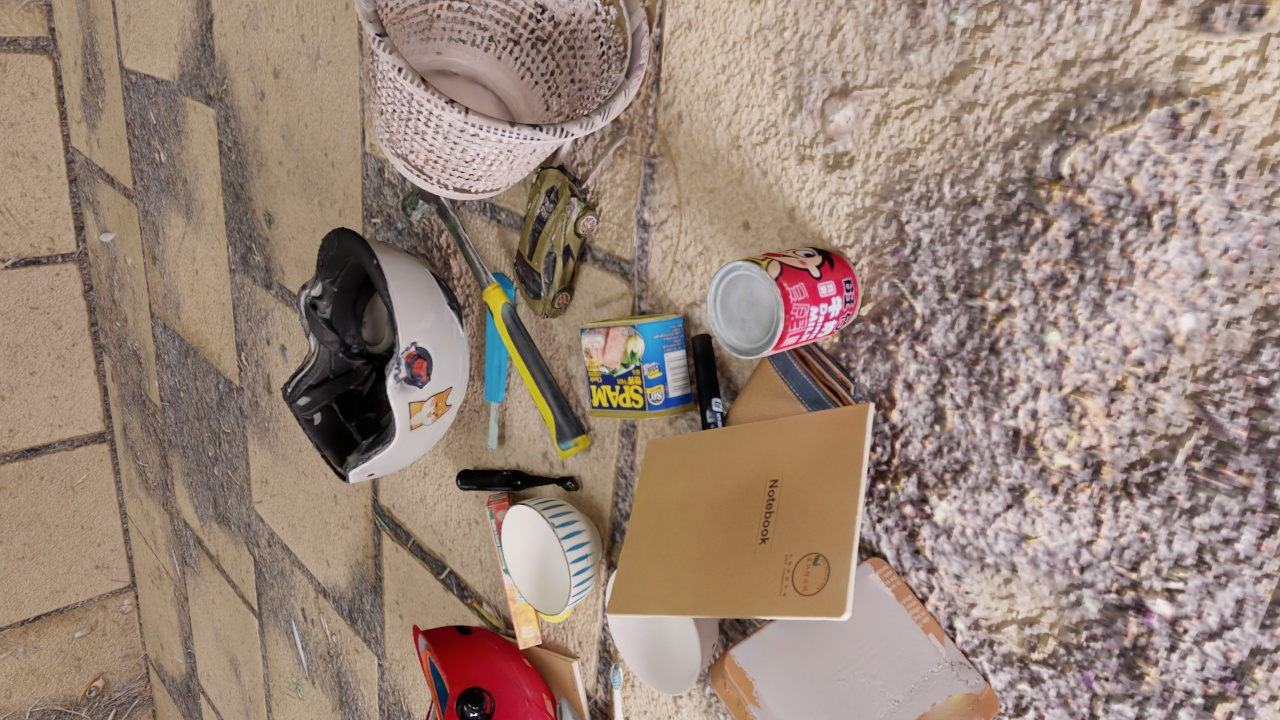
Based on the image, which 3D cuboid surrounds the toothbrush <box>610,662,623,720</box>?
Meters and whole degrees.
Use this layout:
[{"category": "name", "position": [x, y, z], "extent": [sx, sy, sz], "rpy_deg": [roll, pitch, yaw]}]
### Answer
[{"category": "toothbrush", "position": [-0.019, 0.414, 0.948], "extent": [0.026, 0.027, 0.221], "rpy_deg": [-100, 6, -77]}]

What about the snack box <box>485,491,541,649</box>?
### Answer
[{"category": "snack box", "position": [-0.137, 0.225, 0.996], "extent": [0.077, 0.027, 0.156], "rpy_deg": [-173, 70, -83]}]

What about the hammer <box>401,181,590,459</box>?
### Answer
[{"category": "hammer", "position": [-0.139, -0.052, 0.903], "extent": [0.323, 0.031, 0.126], "rpy_deg": [61, 148, 4]}]

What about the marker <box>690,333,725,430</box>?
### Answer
[{"category": "marker", "position": [0.056, 0.042, 0.725], "extent": [0.022, 0.020, 0.132], "rpy_deg": [124, 142, -63]}]

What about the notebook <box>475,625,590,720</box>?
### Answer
[{"category": "notebook", "position": [-0.124, 0.400, 1.075], "extent": [0.212, 0.012, 0.149], "rpy_deg": [-3, 100, 49]}]

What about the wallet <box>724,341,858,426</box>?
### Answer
[{"category": "wallet", "position": [0.109, 0.043, 0.688], "extent": [0.090, 0.033, 0.116], "rpy_deg": [53, 136, 27]}]

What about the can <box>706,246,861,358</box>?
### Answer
[{"category": "can", "position": [0.099, -0.041, 0.625], "extent": [0.067, 0.093, 0.066], "rpy_deg": [17, 113, 45]}]

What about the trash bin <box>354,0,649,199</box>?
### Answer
[{"category": "trash bin", "position": [-0.133, -0.239, 0.757], "extent": [0.193, 0.227, 0.227], "rpy_deg": [-36, 74, 60]}]

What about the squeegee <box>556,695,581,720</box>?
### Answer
[{"category": "squeegee", "position": [-0.016, 0.444, 0.911], "extent": [0.249, 0.040, 0.248], "rpy_deg": [49, 129, 19]}]

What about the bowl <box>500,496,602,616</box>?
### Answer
[{"category": "bowl", "position": [-0.082, 0.189, 0.920], "extent": [0.117, 0.066, 0.116], "rpy_deg": [19, 116, 45]}]

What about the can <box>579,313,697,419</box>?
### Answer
[{"category": "can", "position": [-0.005, 0.005, 0.786], "extent": [0.102, 0.057, 0.083], "rpy_deg": [-2, 97, 48]}]

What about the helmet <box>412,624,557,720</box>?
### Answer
[{"category": "helmet", "position": [-0.160, 0.392, 0.996], "extent": [0.207, 0.143, 0.239], "rpy_deg": [126, 132, -59]}]

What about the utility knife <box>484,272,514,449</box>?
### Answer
[{"category": "utility knife", "position": [-0.154, 0.007, 0.982], "extent": [0.034, 0.018, 0.205], "rpy_deg": [27, 119, 39]}]

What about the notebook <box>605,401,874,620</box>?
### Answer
[{"category": "notebook", "position": [0.065, 0.109, 0.646], "extent": [0.208, 0.008, 0.147], "rpy_deg": [-14, 52, 43]}]

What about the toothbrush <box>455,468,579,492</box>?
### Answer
[{"category": "toothbrush", "position": [-0.136, 0.132, 0.996], "extent": [0.213, 0.026, 0.027], "rpy_deg": [-7, 131, 48]}]

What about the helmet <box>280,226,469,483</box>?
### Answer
[{"category": "helmet", "position": [-0.272, -0.004, 1.009], "extent": [0.230, 0.156, 0.274], "rpy_deg": [30, 112, 41]}]

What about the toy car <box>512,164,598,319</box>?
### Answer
[{"category": "toy car", "position": [-0.086, -0.106, 0.856], "extent": [0.070, 0.042, 0.158], "rpy_deg": [44, 133, 31]}]

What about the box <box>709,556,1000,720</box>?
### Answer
[{"category": "box", "position": [0.127, 0.260, 0.619], "extent": [0.157, 0.182, 0.193], "rpy_deg": [-48, 65, 44]}]

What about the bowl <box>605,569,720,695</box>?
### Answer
[{"category": "bowl", "position": [0.031, 0.224, 0.804], "extent": [0.118, 0.064, 0.118], "rpy_deg": [17, 113, 45]}]

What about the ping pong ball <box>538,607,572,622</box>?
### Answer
[{"category": "ping pong ball", "position": [-0.091, 0.256, 0.970], "extent": [0.040, 0.040, 0.040], "rpy_deg": [17, 114, 45]}]
